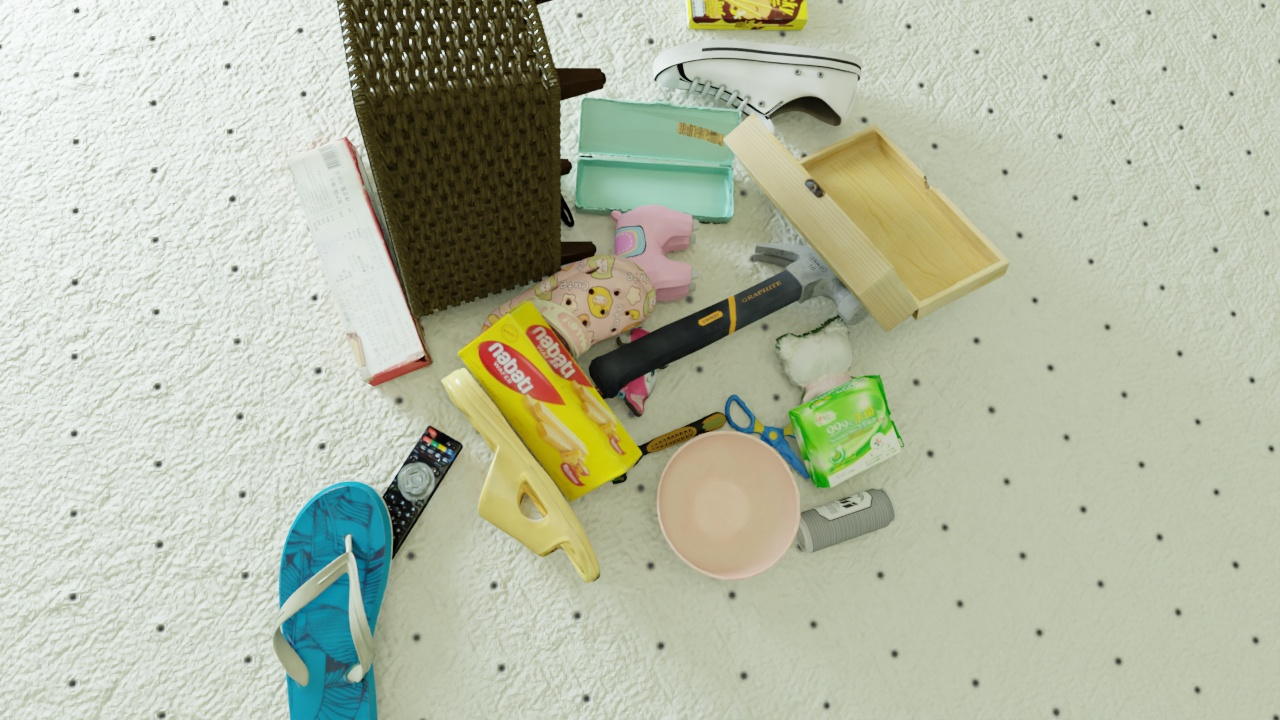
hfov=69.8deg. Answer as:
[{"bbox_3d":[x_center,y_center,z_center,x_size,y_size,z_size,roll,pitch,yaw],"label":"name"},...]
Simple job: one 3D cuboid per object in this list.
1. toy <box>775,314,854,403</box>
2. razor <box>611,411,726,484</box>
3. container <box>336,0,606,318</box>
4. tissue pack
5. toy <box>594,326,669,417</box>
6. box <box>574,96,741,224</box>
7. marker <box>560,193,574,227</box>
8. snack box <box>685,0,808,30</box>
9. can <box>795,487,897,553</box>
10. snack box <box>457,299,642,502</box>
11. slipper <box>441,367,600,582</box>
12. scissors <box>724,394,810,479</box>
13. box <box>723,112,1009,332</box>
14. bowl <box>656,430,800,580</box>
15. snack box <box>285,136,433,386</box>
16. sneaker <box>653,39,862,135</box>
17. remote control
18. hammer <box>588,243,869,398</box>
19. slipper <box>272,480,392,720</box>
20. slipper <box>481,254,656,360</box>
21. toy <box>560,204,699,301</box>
[{"bbox_3d":[0.204,0.011,1.032,0.095,0.041,0.109,-17,84,-12],"label":"toy"},{"bbox_3d":[0.029,0.089,1.006,0.144,0.021,0.044,-21,98,-9],"label":"razor"},{"bbox_3d":[-0.154,-0.211,0.892,0.205,0.322,0.176,-11,63,-11],"label":"container"},{"bbox_3d":[0.225,0.079,1.004,0.114,0.034,0.099,-25,102,-13],"label":"tissue pack"},{"bbox_3d":[-0.006,0.006,1.010,0.065,0.050,0.102,25,70,5],"label":"toy"},{"bbox_3d":[0.019,-0.232,1.066,0.187,0.055,0.138,4,92,-5],"label":"box"},{"bbox_3d":[-0.109,-0.213,1.066,0.018,0.015,0.134,-28,81,-9],"label":"marker"},{"bbox_3d":[0.131,-0.444,1.140,0.149,0.026,0.061,-2,78,-6],"label":"snack box"},{"bbox_3d":[0.220,0.172,0.993,0.106,0.044,0.044,-17,79,-9],"label":"can"},{"bbox_3d":[-0.093,0.043,0.946,0.200,0.092,0.042,54,38,-6],"label":"snack box"},{"bbox_3d":[-0.137,0.128,0.943,0.078,0.099,0.263,-34,78,-11],"label":"slipper"},{"bbox_3d":[0.148,0.082,1.025,0.126,0.013,0.125,-38,82,-10],"label":"scissors"},{"bbox_3d":[0.239,-0.156,1.010,0.252,0.119,0.247,-11,55,-33],"label":"box"},{"bbox_3d":[0.087,0.154,0.968,0.153,0.076,0.153,1,76,-4],"label":"bowl"},{"bbox_3d":[-0.308,-0.109,1.010,0.076,0.044,0.272,-22,79,-5],"label":"snack box"},{"bbox_3d":[0.136,-0.314,1.086,0.245,0.091,0.097,4,91,-6],"label":"sneaker"},{"bbox_3d":[-0.241,0.138,0.966,0.045,0.021,0.140,28,77,9],"label":"remote control"},{"bbox_3d":[0.089,-0.039,0.998,0.312,0.035,0.139,-26,58,-20],"label":"hammer"},{"bbox_3d":[-0.309,0.266,0.903,0.118,0.060,0.294,-4,80,7],"label":"slipper"},{"bbox_3d":[-0.080,-0.041,0.964,0.197,0.081,0.093,-20,118,11],"label":"slipper"},{"bbox_3d":[-0.014,-0.111,1.027,0.157,0.067,0.123,0,75,-2],"label":"toy"}]
